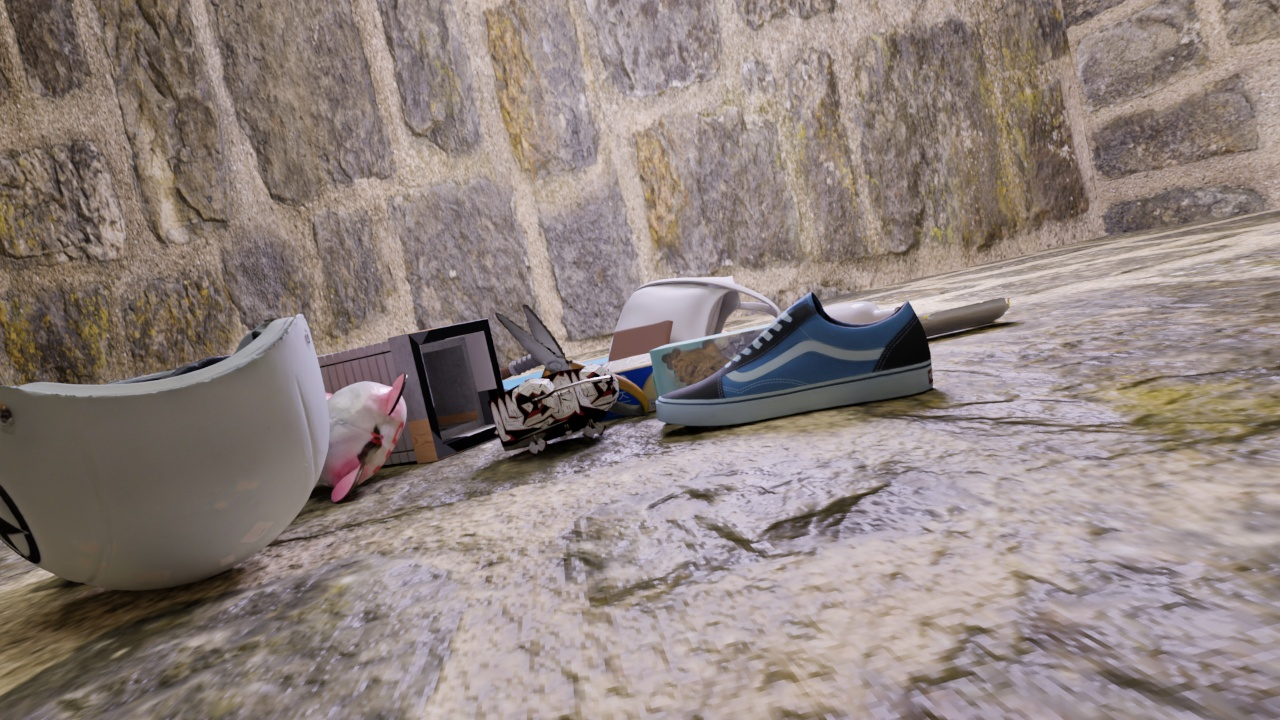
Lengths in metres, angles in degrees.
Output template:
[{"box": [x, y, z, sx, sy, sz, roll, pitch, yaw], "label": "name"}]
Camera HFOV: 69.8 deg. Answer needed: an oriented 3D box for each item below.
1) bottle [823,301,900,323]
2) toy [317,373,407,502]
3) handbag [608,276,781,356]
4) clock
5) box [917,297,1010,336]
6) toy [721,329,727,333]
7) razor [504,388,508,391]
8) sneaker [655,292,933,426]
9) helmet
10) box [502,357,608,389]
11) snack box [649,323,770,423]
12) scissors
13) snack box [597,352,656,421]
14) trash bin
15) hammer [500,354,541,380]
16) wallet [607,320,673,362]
[{"box": [0.319, -0.061, 1.389, 0.052, 0.052, 0.196, -15, 4, -30], "label": "bottle"}, {"box": [-0.312, 0.077, 0.940, 0.214, 0.084, 0.141, -2, 47, 51], "label": "toy"}, {"box": [0.075, -0.023, 1.176, 0.223, 0.095, 0.215, -5, 47, 28], "label": "handbag"}, {"box": [-0.079, 0.050, 0.885, 0.114, 0.065, 0.155, -14, -11, -30], "label": "clock"}, {"box": [0.350, -0.044, 1.165, 0.210, 0.038, 0.129, -11, -5, 2], "label": "box"}, {"box": [0.117, -0.011, 1.256, 0.093, 0.050, 0.102, 9, 30, -30], "label": "toy"}, {"box": [-0.199, 0.065, 1.325, 0.052, 0.047, 0.143, 12, -4, -12], "label": "razor"}, {"box": [0.124, -0.005, 0.799, 0.242, 0.098, 0.083, -11, 4, 19], "label": "sneaker"}, {"box": [-0.338, 0.072, 0.649, 0.265, 0.164, 0.235, -6, 10, 44], "label": "helmet"}, {"box": [-0.122, 0.034, 1.477, 0.231, 0.048, 0.093, -13, 4, -9], "label": "box"}, {"box": [0.100, 0.008, 0.883, 0.175, 0.075, 0.053, -11, 5, 19], "label": "snack box"}, {"box": [-0.068, 0.010, 0.945, 0.162, 0.016, 0.226, -3, -34, 9], "label": "scissors"}, {"box": [0.039, 0.019, 1.027, 0.207, 0.057, 0.056, -13, 13, 17], "label": "snack box"}, {"box": [-0.309, 0.048, 1.119, 0.247, 0.142, 0.142, -10, 4, 30], "label": "trash bin"}, {"box": [-0.250, 0.045, 1.287, 0.323, 0.043, 0.155, -23, 1, 15], "label": "hammer"}, {"box": [-0.007, 0.007, 1.120, 0.088, 0.120, 0.013, -11, -39, 30], "label": "wallet"}]
